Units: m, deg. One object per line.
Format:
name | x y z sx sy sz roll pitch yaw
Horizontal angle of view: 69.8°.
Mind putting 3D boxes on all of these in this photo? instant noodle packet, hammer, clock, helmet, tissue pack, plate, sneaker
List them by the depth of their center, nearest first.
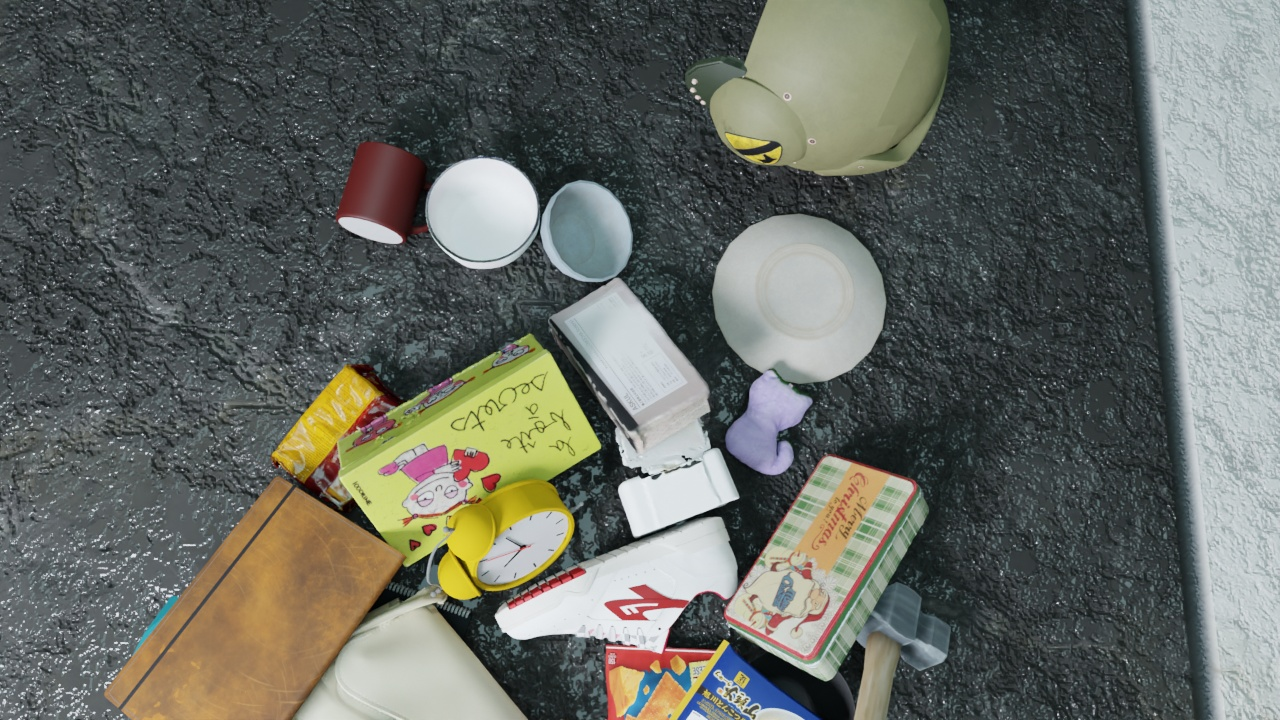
hammer | 0.199 0.341 0.812 0.117 0.051 0.321 33 48 -7
instant noodle packet | 0.105 0.335 0.843 0.134 0.026 0.087 37 76 4
clock | -0.130 0.170 0.862 0.151 0.114 0.052 -13 46 -36
sneaker | -0.015 0.238 0.885 0.236 0.090 0.104 -19 84 -12
helmet | 0.182 -0.290 0.898 0.233 0.256 0.250 22 80 4
tissue pack | -0.006 0.005 0.915 0.103 0.071 0.181 -31 50 -12
instant noodle packet | -0.291 0.076 0.920 0.098 0.040 0.135 37 81 3
plate | 0.173 -0.070 0.981 0.188 0.027 0.188 1 79 -3

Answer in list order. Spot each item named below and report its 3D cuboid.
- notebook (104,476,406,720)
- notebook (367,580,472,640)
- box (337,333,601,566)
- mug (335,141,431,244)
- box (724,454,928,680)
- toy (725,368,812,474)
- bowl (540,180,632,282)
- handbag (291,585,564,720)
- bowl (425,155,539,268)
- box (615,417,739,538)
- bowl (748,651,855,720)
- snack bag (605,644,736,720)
notebook | -0.350 0.238 0.814 0.178 0.014 0.248 25 68 22
notebook | -0.286 0.281 0.892 0.207 0.016 0.149 20 79 1
box | -0.163 0.082 0.880 0.221 0.082 0.124 -28 118 -8
mug | -0.255 -0.168 0.959 0.105 0.073 0.082 20 76 -29
box | 0.177 0.190 0.876 0.118 0.050 0.205 19 62 45
toy | 0.136 0.067 0.949 0.080 0.036 0.099 35 84 -6
bowl | -0.062 -0.131 0.960 0.106 0.039 0.106 6 79 -36
handbag | -0.196 0.323 0.823 0.183 0.132 0.229 -43 87 -15
bowl | -0.161 -0.147 0.957 0.116 0.066 0.116 1 79 -3
box | 0.022 0.097 0.903 0.110 0.103 0.130 -22 78 -6
bowl | 0.140 0.339 0.886 0.124 0.052 0.124 1 79 -3
snack bag | 0.027 0.352 0.883 0.131 0.039 0.144 4 74 -3
